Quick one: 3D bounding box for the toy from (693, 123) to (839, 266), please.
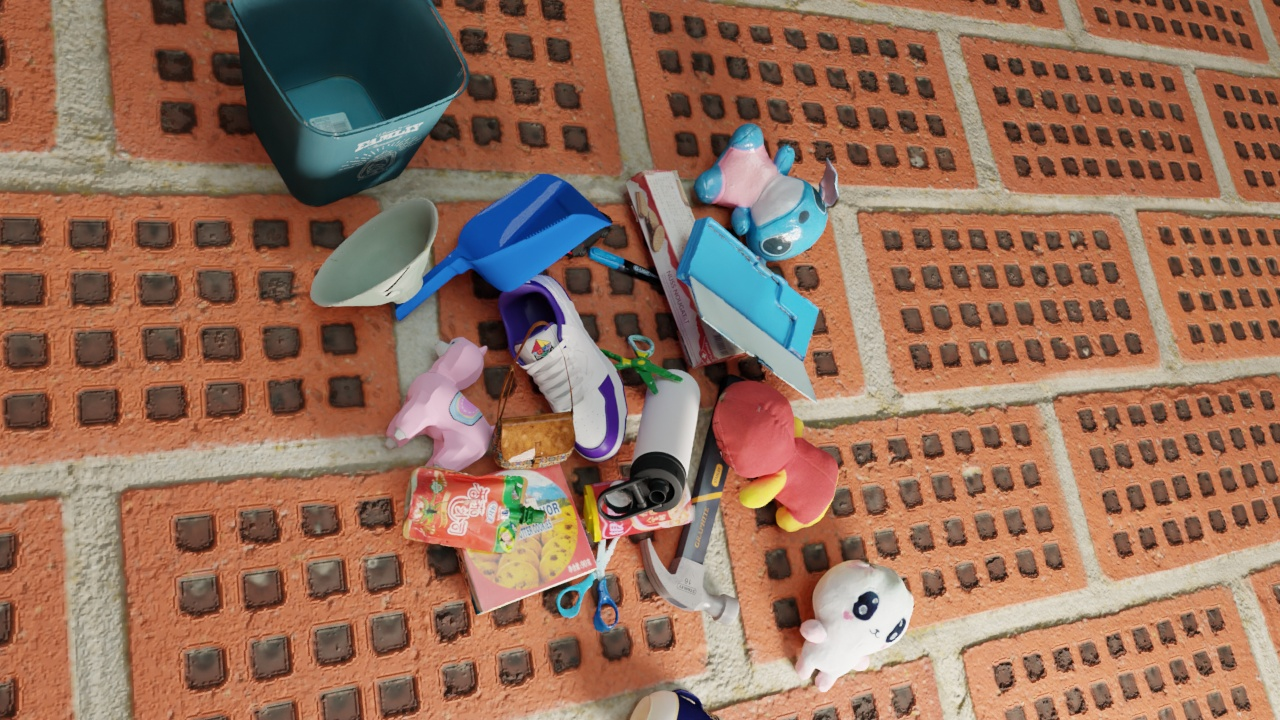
[{"bbox_3d":[0.168,-0.218,1.292,0.191,0.099,0.224,41,89,-6],"label":"toy"}]

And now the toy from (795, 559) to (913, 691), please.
[{"bbox_3d":[0.264,0.336,1.168,0.139,0.101,0.179,39,81,-23],"label":"toy"}]

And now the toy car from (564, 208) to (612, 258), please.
[{"bbox_3d":[-0.074,-0.169,1.185,0.042,0.036,0.091,35,60,18],"label":"toy car"}]

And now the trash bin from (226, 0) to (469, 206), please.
[{"bbox_3d":[-0.330,-0.296,1.009,0.196,0.219,0.199,-30,88,-29],"label":"trash bin"}]

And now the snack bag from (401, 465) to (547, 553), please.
[{"bbox_3d":[-0.177,0.162,0.995,0.155,0.044,0.087,11,88,-21],"label":"snack bag"}]

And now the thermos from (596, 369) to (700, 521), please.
[{"bbox_3d":[0.014,0.097,1.083,0.229,0.101,0.068,-75,144,-60],"label":"thermos"}]

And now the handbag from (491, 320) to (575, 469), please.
[{"bbox_3d":[-0.109,0.043,0.994,0.093,0.196,0.043,-5,39,-20],"label":"handbag"}]

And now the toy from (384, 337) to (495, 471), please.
[{"bbox_3d":[-0.215,0.053,1.044,0.123,0.067,0.157,43,58,-9],"label":"toy"}]

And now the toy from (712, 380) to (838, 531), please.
[{"bbox_3d":[0.170,0.112,1.156,0.216,0.099,0.147,49,42,-29],"label":"toy"}]

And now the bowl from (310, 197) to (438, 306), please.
[{"bbox_3d":[-0.279,-0.100,1.027,0.173,0.174,0.068,-58,133,-27],"label":"bowl"}]

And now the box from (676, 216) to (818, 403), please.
[{"bbox_3d":[0.143,-0.057,1.209,0.243,0.060,0.175,34,47,-34],"label":"box"}]

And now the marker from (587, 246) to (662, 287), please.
[{"bbox_3d":[-0.013,-0.123,1.220,0.123,0.015,0.018,21,63,-20],"label":"marker"}]

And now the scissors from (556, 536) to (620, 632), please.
[{"bbox_3d":[-0.041,0.257,1.093,0.083,0.016,0.134,33,59,-8],"label":"scissors"}]

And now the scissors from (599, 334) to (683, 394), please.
[{"bbox_3d":[0.007,0.002,1.152,0.132,0.012,0.107,20,41,26],"label":"scissors"}]

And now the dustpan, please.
[{"bbox_3d":[-0.175,-0.122,1.072,0.257,0.245,0.059,-40,116,2],"label":"dustpan"}]

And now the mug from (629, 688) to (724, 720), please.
[{"bbox_3d":[0.038,0.416,1.046,0.089,0.086,0.111,32,28,-10],"label":"mug"}]

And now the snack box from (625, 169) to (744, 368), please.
[{"bbox_3d":[0.057,-0.125,1.230,0.076,0.044,0.273,-13,80,-47],"label":"snack box"}]

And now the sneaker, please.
[{"bbox_3d":[-0.094,0.004,1.073,0.092,0.111,0.244,-28,82,11],"label":"sneaker"}]

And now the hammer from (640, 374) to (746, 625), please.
[{"bbox_3d":[0.093,0.163,1.172,0.139,0.035,0.311,25,65,-14],"label":"hammer"}]

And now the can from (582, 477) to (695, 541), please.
[{"bbox_3d":[-0.004,0.171,1.086,0.124,0.067,0.066,-9,78,-10],"label":"can"}]

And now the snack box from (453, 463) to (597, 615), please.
[{"bbox_3d":[-0.140,0.195,1.044,0.142,0.040,0.145,-16,78,-27],"label":"snack box"}]
